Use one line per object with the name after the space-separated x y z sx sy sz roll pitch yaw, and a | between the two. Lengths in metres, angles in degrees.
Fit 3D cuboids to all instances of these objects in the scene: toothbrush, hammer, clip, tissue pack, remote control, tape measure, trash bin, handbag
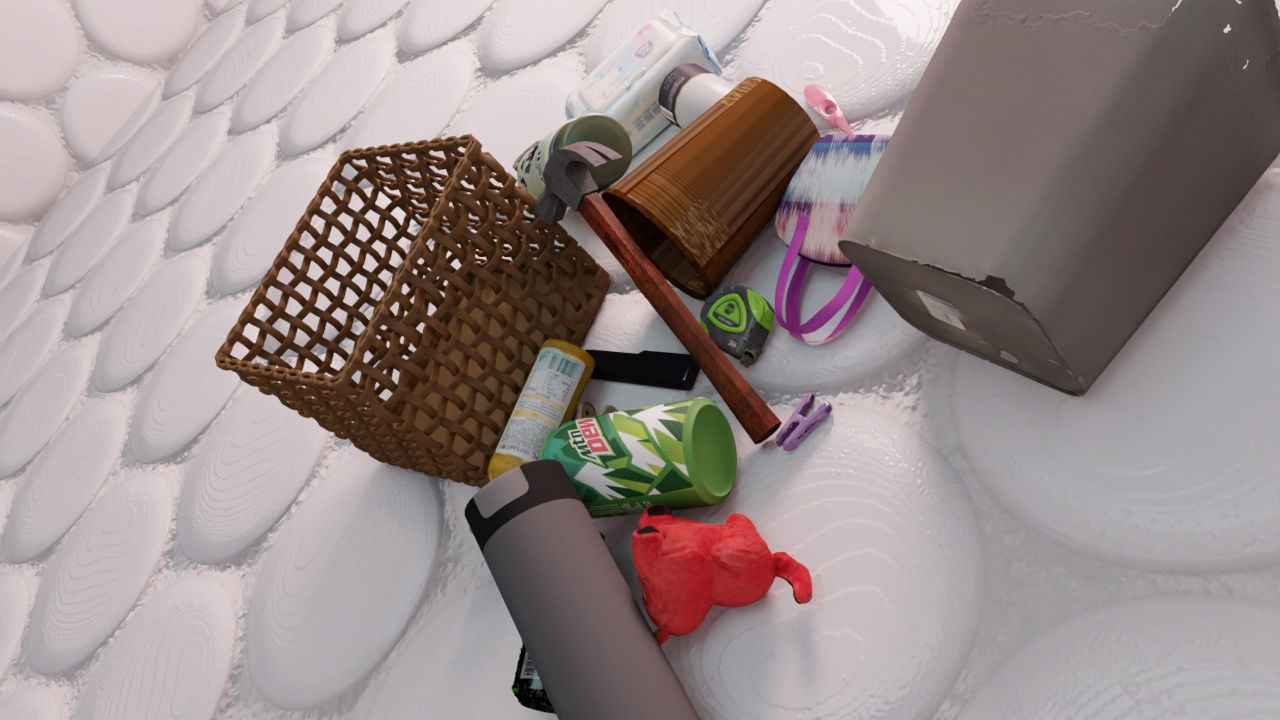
0.182 -0.229 0.860 0.022 0.016 0.135 -35 45 12 | toothbrush
0.013 -0.057 0.750 0.028 0.111 0.300 -27 71 -32 | hammer
-0.038 0.064 0.816 0.039 0.024 0.060 -13 63 35 | clip
0.129 0.048 0.703 0.041 0.014 0.052 6 61 38 | clip
-0.005 -0.303 1.023 0.182 0.070 0.112 -40 44 9 | tissue pack
-0.005 0.005 0.837 0.137 0.015 0.032 6 64 41 | remote control
0.083 -0.032 0.782 0.066 0.036 0.058 34 93 43 | tape measure
0.267 -0.118 0.598 0.197 0.197 0.220 32 88 47 | trash bin
0.163 -0.095 0.752 0.145 0.068 0.169 14 76 44 | handbag

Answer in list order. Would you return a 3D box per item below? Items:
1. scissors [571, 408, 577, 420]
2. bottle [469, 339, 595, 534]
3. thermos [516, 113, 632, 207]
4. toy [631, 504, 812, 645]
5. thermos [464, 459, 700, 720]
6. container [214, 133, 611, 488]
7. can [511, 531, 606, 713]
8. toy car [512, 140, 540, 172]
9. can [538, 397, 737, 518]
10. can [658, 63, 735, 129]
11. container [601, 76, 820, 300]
-0.074 0.094 0.829 0.066 0.015 0.134 -14 55 36 | scissors
-0.097 0.073 0.817 0.053 0.053 0.185 6 66 40 | bottle
-0.069 -0.192 0.919 0.082 0.082 0.231 -53 16 -7 | thermos
0.058 0.160 0.656 0.133 0.088 0.094 6 100 18 | toy
-0.040 0.185 0.635 0.082 0.082 0.240 -38 61 10 | thermos
-0.209 -0.042 0.886 0.220 0.214 0.251 6 64 41 | container
-0.060 0.199 0.710 0.054 0.054 0.137 -10 54 33 | can
-0.117 -0.223 1.079 0.048 0.033 0.105 -43 38 7 | toy car
-0.003 0.080 0.731 0.144 0.083 0.082 -12 53 32 | can
0.072 -0.254 0.929 0.064 0.064 0.127 -44 43 3 | can
0.070 -0.159 0.824 0.167 0.132 0.132 -46 43 -7 | container
